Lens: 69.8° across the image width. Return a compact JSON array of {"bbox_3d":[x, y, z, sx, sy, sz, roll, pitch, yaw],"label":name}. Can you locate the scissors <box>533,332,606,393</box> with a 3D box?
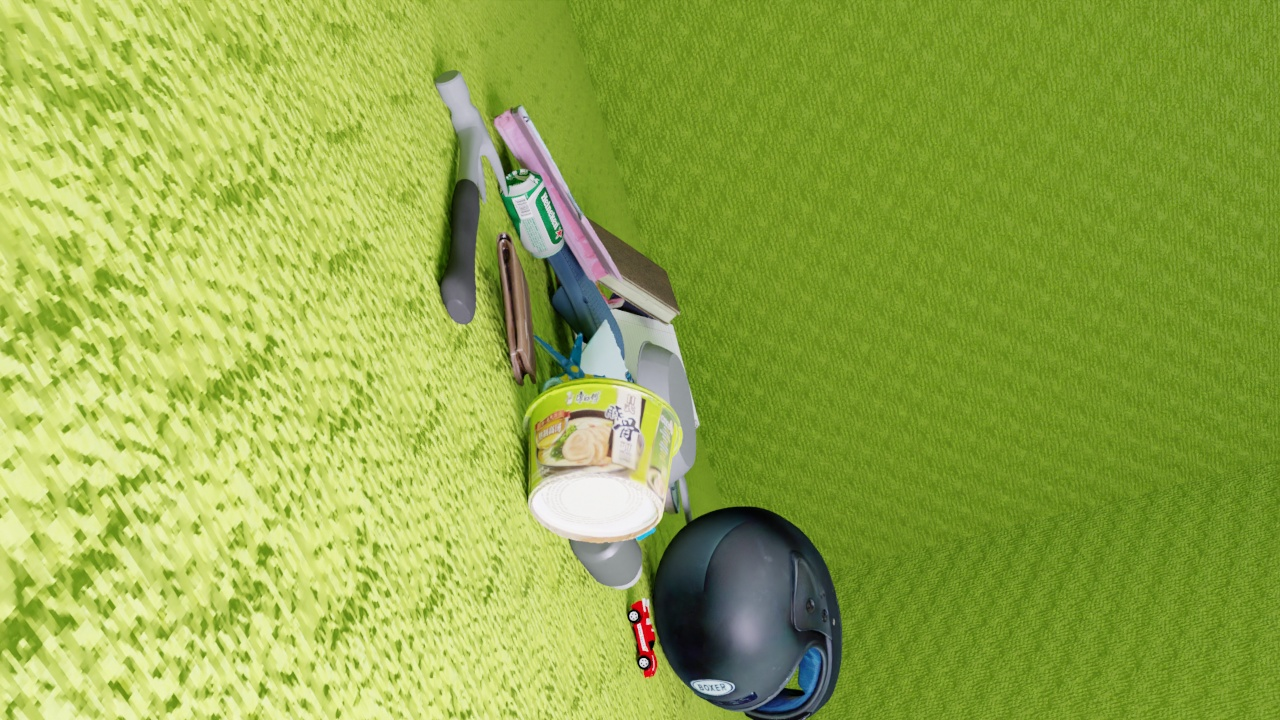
[{"bbox_3d":[-0.077,0.017,0.998,0.125,0.015,0.126,41,41,10],"label":"scissors"}]

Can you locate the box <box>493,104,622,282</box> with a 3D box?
[{"bbox_3d":[-0.102,-0.198,1.109,0.233,0.039,0.179,59,-2,-17],"label":"box"}]

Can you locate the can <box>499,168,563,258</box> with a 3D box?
[{"bbox_3d":[-0.126,-0.172,1.071,0.053,0.053,0.101,-99,171,-48],"label":"can"}]

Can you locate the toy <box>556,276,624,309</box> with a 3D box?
[{"bbox_3d":[-0.079,-0.086,1.277,0.102,0.050,0.065,33,19,10],"label":"toy"}]

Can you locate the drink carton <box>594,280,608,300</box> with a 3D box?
[{"bbox_3d":[-0.092,-0.143,1.443,0.069,0.039,0.122,-86,153,-71],"label":"drink carton"}]

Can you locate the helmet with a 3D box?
[{"bbox_3d":[0.139,0.366,1.284,0.235,0.250,0.316,0,78,-53],"label":"helmet"}]

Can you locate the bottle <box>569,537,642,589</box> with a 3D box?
[{"bbox_3d":[-0.032,0.198,0.948,0.108,0.060,0.060,66,10,-55],"label":"bottle"}]

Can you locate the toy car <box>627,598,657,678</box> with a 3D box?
[{"bbox_3d":[0.006,0.335,1.107,0.038,0.025,0.089,58,17,-69],"label":"toy car"}]

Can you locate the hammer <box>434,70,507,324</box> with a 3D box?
[{"bbox_3d":[-0.156,-0.138,0.827,0.310,0.029,0.125,-99,170,-47],"label":"hammer"}]

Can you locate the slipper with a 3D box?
[{"bbox_3d":[-0.087,-0.079,1.193,0.213,0.059,0.103,61,11,11],"label":"slipper"}]

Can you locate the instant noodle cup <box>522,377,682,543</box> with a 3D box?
[{"bbox_3d":[-0.037,0.094,0.820,0.146,0.146,0.097,68,19,-47],"label":"instant noodle cup"}]

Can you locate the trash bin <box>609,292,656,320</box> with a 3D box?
[{"bbox_3d":[-0.012,-0.045,1.519,0.161,0.094,0.092,69,43,-70],"label":"trash bin"}]

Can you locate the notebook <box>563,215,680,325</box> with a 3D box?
[{"bbox_3d":[-0.040,-0.163,1.437,0.215,0.035,0.189,31,26,-27],"label":"notebook"}]

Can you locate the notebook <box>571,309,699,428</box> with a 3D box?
[{"bbox_3d":[-0.008,0.008,1.352,0.245,0.013,0.177,12,57,-49],"label":"notebook"}]

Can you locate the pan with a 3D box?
[{"bbox_3d":[0.053,0.130,1.290,0.200,0.051,0.357,-83,159,-50],"label":"pan"}]

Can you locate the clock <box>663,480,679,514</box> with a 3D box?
[{"bbox_3d":[0.020,0.186,1.457,0.158,0.059,0.116,60,20,-67],"label":"clock"}]

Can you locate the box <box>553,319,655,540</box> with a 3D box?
[{"bbox_3d":[-0.042,0.091,1.125,0.244,0.071,0.169,69,17,-45],"label":"box"}]

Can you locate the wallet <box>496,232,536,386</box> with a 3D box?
[{"bbox_3d":[-0.117,-0.045,0.864,0.099,0.027,0.121,94,-11,-70],"label":"wallet"}]
